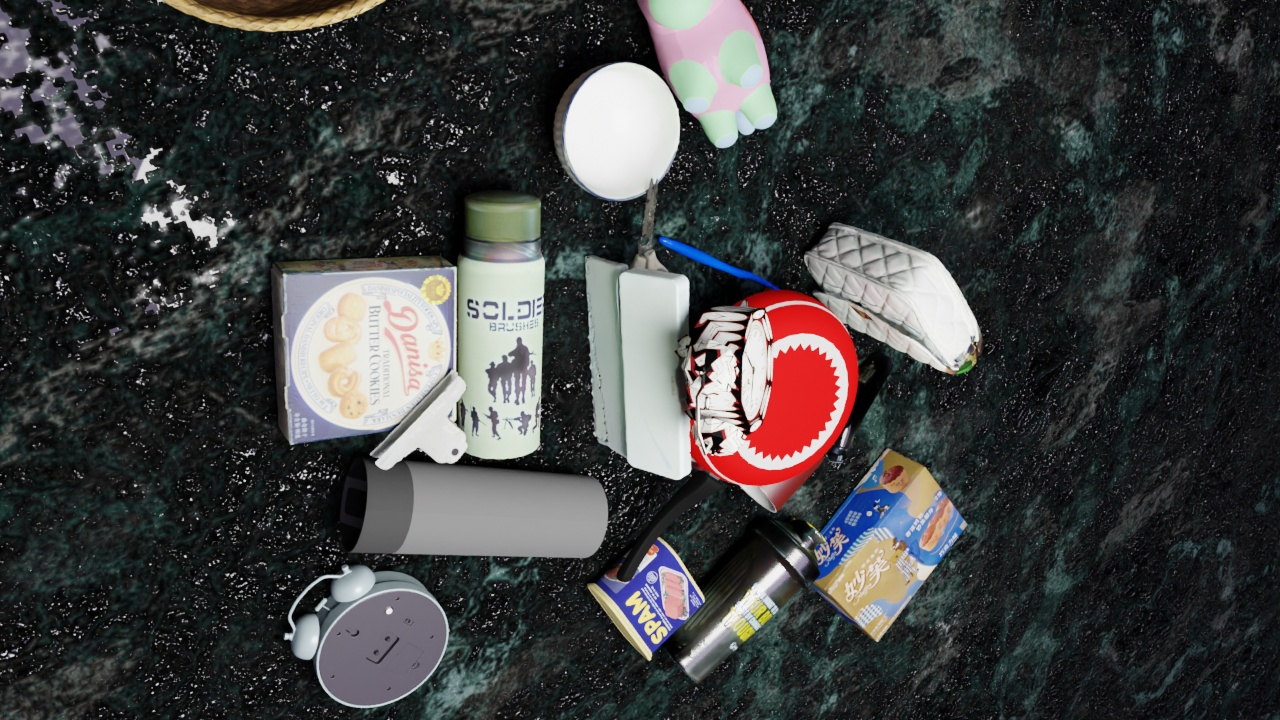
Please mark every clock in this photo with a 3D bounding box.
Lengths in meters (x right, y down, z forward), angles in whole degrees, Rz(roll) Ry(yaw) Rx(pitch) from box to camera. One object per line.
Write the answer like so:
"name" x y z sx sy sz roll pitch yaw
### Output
"clock" 0.066 0.017 0.796 0.154 0.065 0.115 -55 142 -51
"clock" -0.253 0.252 0.853 0.122 0.045 0.159 -50 125 -8

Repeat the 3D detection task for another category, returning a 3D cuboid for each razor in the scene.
"razor" 0.261 0.057 1.118 0.151 0.054 0.067 -53 137 -14

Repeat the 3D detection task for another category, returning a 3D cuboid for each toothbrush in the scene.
"toothbrush" 0.087 -0.095 0.964 0.182 0.016 0.018 18 102 -37

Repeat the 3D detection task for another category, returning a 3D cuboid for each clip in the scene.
"clip" -0.174 0.065 0.786 0.101 0.050 0.058 -47 115 -6

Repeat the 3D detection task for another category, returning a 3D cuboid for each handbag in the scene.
"handbag" 0.261 -0.064 0.981 0.072 0.195 0.139 -44 122 -5

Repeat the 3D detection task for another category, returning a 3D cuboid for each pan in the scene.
"pan" 0.093 0.093 0.942 0.209 0.067 0.356 35 90 -34

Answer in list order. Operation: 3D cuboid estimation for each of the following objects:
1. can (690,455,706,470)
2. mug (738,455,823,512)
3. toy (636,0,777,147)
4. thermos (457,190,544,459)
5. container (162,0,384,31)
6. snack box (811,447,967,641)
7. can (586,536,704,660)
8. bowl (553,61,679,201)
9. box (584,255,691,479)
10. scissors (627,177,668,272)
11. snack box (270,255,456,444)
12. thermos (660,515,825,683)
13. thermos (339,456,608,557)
"can" 0.045 0.080 0.978 0.096 0.054 0.054 25 92 -37
"mug" 0.158 0.126 1.066 0.082 0.073 0.106 -45 154 -11
"toy" 0.052 -0.294 0.814 0.120 0.171 0.222 -24 160 14
"thermos" -0.122 -0.034 0.815 0.082 0.082 0.232 -8 111 -31
"container" -0.232 -0.363 0.547 0.306 0.197 0.307 -13 116 -29
"snack box" 0.318 0.243 1.206 0.202 0.069 0.155 -49 126 -8
"can" 0.009 0.260 1.019 0.092 0.056 0.116 -40 124 -16
"bowl" -0.030 -0.205 0.818 0.118 0.062 0.118 -12 114 -29
"box" -0.007 0.006 0.865 0.040 0.135 0.197 -22 119 -44
"scissors" -0.004 -0.097 0.867 0.121 0.012 0.171 -39 148 -5
"snack box" -0.229 -0.012 0.772 0.144 0.043 0.144 -7 112 -30
"thermos" 0.121 0.274 1.080 0.220 0.098 0.098 -44 125 -7
"thermos" -0.152 0.140 0.853 0.240 0.082 0.082 10 101 -35
